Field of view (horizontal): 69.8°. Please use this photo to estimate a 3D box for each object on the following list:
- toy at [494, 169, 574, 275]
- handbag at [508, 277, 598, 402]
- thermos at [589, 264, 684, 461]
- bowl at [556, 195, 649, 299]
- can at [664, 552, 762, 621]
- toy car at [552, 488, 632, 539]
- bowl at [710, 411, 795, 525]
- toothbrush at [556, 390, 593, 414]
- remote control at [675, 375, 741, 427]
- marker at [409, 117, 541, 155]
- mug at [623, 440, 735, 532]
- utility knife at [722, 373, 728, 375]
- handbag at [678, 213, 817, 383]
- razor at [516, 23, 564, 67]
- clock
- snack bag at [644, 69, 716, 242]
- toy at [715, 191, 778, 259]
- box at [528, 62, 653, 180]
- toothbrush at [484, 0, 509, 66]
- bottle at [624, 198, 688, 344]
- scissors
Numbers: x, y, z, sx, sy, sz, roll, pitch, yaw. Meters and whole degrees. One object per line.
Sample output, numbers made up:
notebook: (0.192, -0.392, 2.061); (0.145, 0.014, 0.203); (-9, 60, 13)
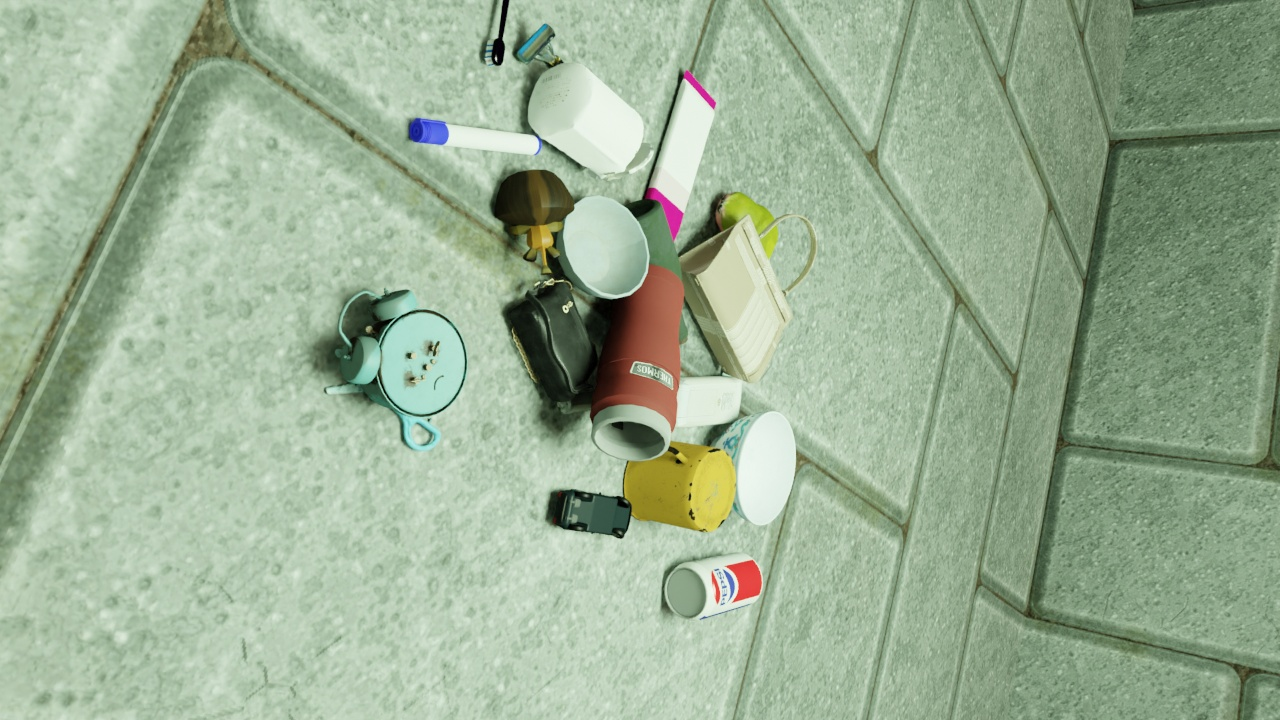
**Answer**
toy: (-0.096, -0.129, 0.861); (0.076, 0.063, 0.100); (-8, 86, -16)
handbag: (-0.077, -0.021, 0.906); (0.078, 0.054, 0.128); (-50, 129, -41)
thermos: (-0.006, 0.006, 0.945); (0.084, 0.108, 0.198); (22, 50, -18)
bowl: (-0.044, -0.110, 0.934); (0.106, 0.039, 0.106); (11, 72, -37)
can: (0.093, 0.282, 1.150); (0.132, 0.070, 0.070); (5, 90, -53)
toy car: (-0.050, 0.163, 0.978); (0.112, 0.034, 0.046); (21, 78, -51)
bowl: (0.132, 0.133, 1.178); (0.143, 0.074, 0.144); (-9, 101, -52)
toothbrush: (-0.023, 0.043, 1.011); (0.185, 0.022, 0.024); (0, 97, -54)
remote control: (0.081, 0.050, 1.137); (0.138, 0.025, 0.060); (0, 99, -51)
marker: (-0.144, -0.200, 0.823); (0.141, 0.020, 0.020); (-9, 102, -52)
mug: (0.043, 0.134, 1.047); (0.100, 0.094, 0.124); (-56, 134, -32)
utility knife: (0.131, -0.046, 1.200); (0.030, 0.019, 0.223); (27, 74, -45)
handbag: (0.152, -0.104, 1.136); (0.197, 0.062, 0.176); (-44, 127, -19)
razor: (-0.069, -0.280, 0.912); (0.043, 0.022, 0.144); (-40, 146, 12)
clock: (-0.196, -0.006, 0.741); (0.124, 0.053, 0.089); (48, 56, -38)
snack bag: (0.044, -0.234, 1.065); (0.070, 0.016, 0.196); (32, 70, -49)
toy: (0.135, -0.169, 1.162); (0.110, 0.051, 0.089); (49, 60, -42)
box: (-0.044, -0.224, 0.905); (0.143, 0.080, 0.089); (22, 61, -52)
toothbrush: (-0.121, -0.348, 0.837); (0.014, 0.014, 0.167); (22, 74, -63)
bottle: (0.022, -0.092, 1.024); (0.055, 0.055, 0.174); (-49, 131, -37)
scissors: (-0.209, 0.035, 0.780); (0.140, 0.015, 0.111); (-8, 100, -45)
